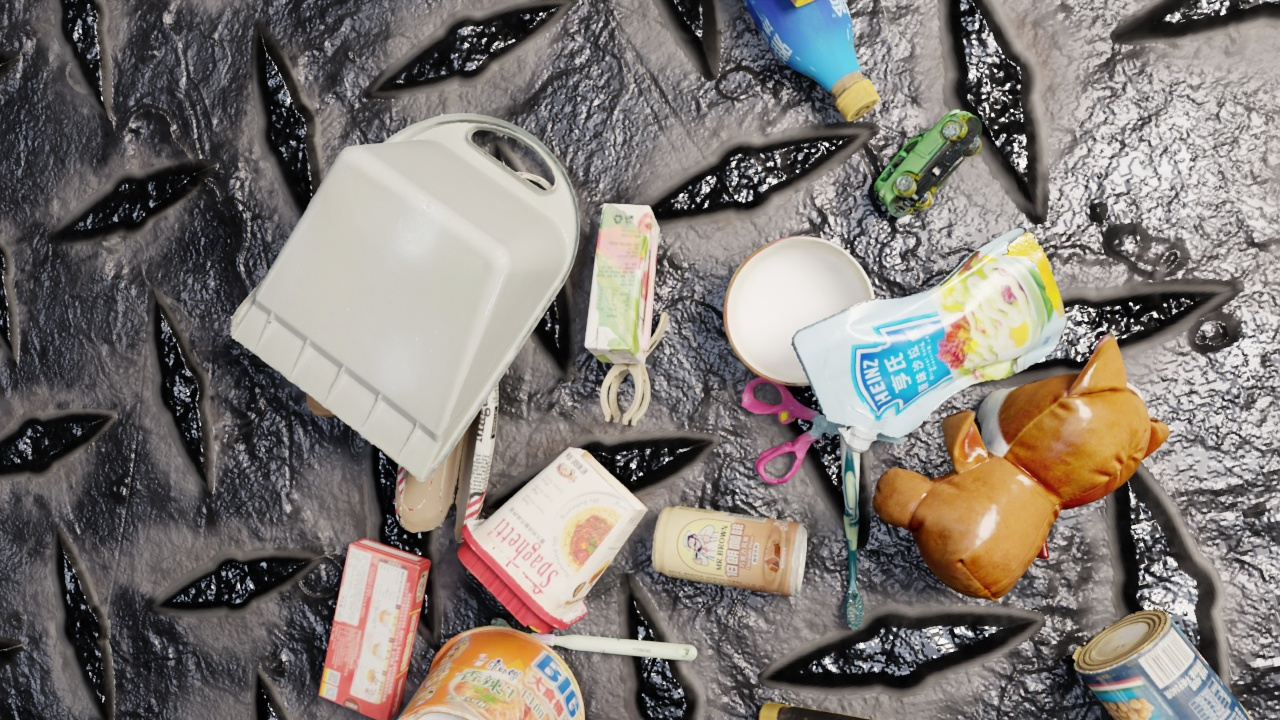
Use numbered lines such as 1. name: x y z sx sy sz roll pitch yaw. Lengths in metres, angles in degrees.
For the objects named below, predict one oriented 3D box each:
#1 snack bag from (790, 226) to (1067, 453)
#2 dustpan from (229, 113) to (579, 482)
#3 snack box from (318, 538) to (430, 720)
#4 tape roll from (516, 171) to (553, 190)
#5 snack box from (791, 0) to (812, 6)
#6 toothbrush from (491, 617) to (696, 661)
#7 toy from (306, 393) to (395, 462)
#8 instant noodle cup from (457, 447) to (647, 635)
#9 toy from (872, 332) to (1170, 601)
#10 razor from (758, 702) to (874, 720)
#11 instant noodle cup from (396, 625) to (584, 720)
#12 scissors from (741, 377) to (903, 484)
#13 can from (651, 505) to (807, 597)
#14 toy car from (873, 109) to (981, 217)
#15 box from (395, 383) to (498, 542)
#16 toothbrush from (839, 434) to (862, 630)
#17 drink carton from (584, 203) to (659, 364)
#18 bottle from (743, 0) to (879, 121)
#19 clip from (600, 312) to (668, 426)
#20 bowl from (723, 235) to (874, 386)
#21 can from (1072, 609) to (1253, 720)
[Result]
1. snack bag: 0.212 -0.012 0.666 0.191 0.039 0.110 -27 117 -3
2. dustpan: -0.177 -0.078 0.778 0.223 0.142 0.258 35 113 8
3. snack box: -0.247 0.249 0.850 0.075 0.025 0.153 14 95 15
4. tape roll: -0.106 -0.122 0.806 0.086 0.014 0.086 0 91 17
5. snack box: 0.150 -0.325 0.680 0.140 0.034 0.087 -29 82 -18
6. toothbrush: -0.044 0.245 0.792 0.190 0.020 0.029 0 69 17
7. toy: -0.249 -0.010 0.822 0.143 0.082 0.226 -43 84 13
8. instant noodle cup: -0.066 0.143 0.755 0.116 0.116 0.124 41 90 12
9. toy: 0.274 0.075 0.655 0.200 0.140 0.130 -41 39 12
10. razor: 0.175 0.298 0.713 0.168 0.062 0.068 6 125 22
11. instant noodle cup: -0.134 0.314 0.762 0.151 0.111 0.151 3 101 15
12. scissors: 0.140 0.059 0.728 0.134 0.017 0.113 12 95 25
13. can: 0.072 0.152 0.736 0.116 0.058 0.058 5 92 16
14. toy car: 0.217 -0.150 0.693 0.091 0.043 0.036 -47 56 20
15. box: -0.154 0.076 0.795 0.088 0.076 0.163 10 92 34
16. toothbrush: 0.167 0.120 0.728 0.016 0.018 0.191 -1 91 17
17. drink carton: -0.012 -0.061 0.743 0.045 0.053 0.122 3 75 14
18. bottle: 0.115 -0.283 0.711 0.065 0.065 0.218 -33 83 14
19. clip: -0.009 0.004 0.771 0.072 0.034 0.100 11 89 17
20. bowl: 0.125 -0.038 0.714 0.113 0.062 0.113 1 92 16
21. can: 0.370 0.239 0.641 0.075 0.075 0.111 -38 80 14
